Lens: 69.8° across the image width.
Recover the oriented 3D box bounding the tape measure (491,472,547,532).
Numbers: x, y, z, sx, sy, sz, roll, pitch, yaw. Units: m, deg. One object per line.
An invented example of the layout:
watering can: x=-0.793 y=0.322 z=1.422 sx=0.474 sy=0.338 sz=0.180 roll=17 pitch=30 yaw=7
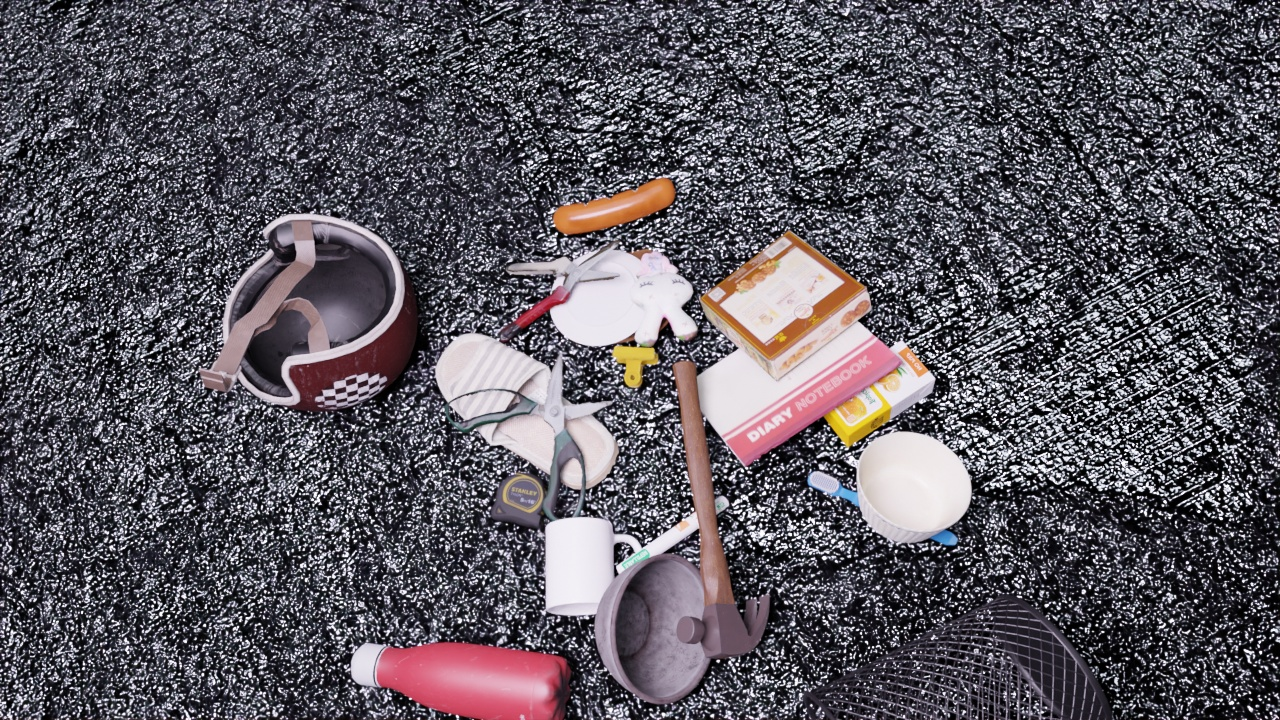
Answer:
tape measure: x=-0.136 y=0.162 z=1.064 sx=0.062 sy=0.034 sz=0.061 roll=14 pitch=73 yaw=8

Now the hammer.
hammer: x=0.070 y=0.151 z=0.980 sx=0.033 sy=0.115 sz=0.322 roll=-31 pitch=56 yaw=41

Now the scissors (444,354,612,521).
scissors: x=-0.134 y=0.090 z=1.061 sx=0.205 sy=0.015 sz=0.201 roll=0 pitch=74 yaw=8

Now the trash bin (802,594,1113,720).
trash bin: x=0.286 y=0.327 z=0.825 sx=0.210 sy=0.184 sz=0.184 roll=-29 pitch=63 yaw=-8

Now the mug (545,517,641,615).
mug: x=-0.048 y=0.226 z=1.003 sx=0.110 sy=0.074 sz=0.090 roll=4 pitch=64 yaw=-14

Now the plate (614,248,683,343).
plate: x=-0.009 y=-0.077 z=1.149 sx=0.131 sy=0.025 sz=0.131 roll=-5 pitch=65 yaw=10

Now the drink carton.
drink carton: x=0.266 y=0.036 z=1.031 sx=0.122 sy=0.040 sz=0.058 roll=-33 pitch=64 yaw=-4

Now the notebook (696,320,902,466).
notebook: x=0.169 y=0.017 z=1.047 sx=0.208 sy=0.012 sz=0.153 roll=-33 pitch=43 yaw=-3

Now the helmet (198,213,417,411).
helmet: x=-0.383 y=-0.048 z=1.089 sx=0.233 sy=0.254 sz=0.233 roll=-8 pitch=68 yaw=-19

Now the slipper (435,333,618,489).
slipper: x=-0.143 y=0.056 z=1.107 sx=0.273 sy=0.054 sz=0.114 roll=36 pitch=83 yaw=23

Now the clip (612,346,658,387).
clip: x=-0.007 y=0.006 z=1.117 sx=0.054 sy=0.048 sz=0.046 roll=2 pitch=25 yaw=12

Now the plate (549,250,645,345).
plate: x=-0.049 y=-0.081 z=1.138 sx=0.135 sy=0.011 sz=0.134 roll=-5 pitch=65 yaw=10

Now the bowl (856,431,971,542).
bowl: x=0.278 y=0.139 z=0.959 sx=0.115 sy=0.063 sz=0.115 roll=0 pitch=54 yaw=-1

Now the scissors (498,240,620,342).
scissors: x=-0.114 y=-0.098 z=1.153 sx=0.198 sy=0.015 sz=0.179 roll=-48 pitch=45 yaw=3

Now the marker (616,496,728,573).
marker: x=0.037 y=0.191 z=1.001 sx=0.145 sy=0.017 sz=0.017 roll=-30 pitch=62 yaw=-22

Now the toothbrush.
toothbrush: x=0.260 y=0.159 z=0.991 sx=0.167 sy=0.014 sz=0.016 roll=23 pitch=72 yaw=20

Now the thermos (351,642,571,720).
thermos: x=-0.196 y=0.338 z=0.976 sx=0.240 sy=0.073 sz=0.073 roll=3 pitch=67 yaw=14

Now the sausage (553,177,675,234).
sausage: x=-0.034 y=-0.200 z=1.203 sx=0.164 sy=0.039 sz=0.044 roll=-15 pitch=61 yaw=5

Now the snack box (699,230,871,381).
snack box: x=0.168 y=-0.067 z=1.078 sx=0.143 sy=0.041 sz=0.147 roll=-37 pitch=48 yaw=-7

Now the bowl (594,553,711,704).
bowl: x=0.005 y=0.272 z=0.943 sx=0.067 sy=0.145 sz=0.144 roll=-12 pitch=57 yaw=47

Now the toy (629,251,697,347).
toy: x=0.025 y=-0.076 z=1.104 sx=0.079 sy=0.038 sz=0.122 roll=-11 pitch=70 yaw=2
